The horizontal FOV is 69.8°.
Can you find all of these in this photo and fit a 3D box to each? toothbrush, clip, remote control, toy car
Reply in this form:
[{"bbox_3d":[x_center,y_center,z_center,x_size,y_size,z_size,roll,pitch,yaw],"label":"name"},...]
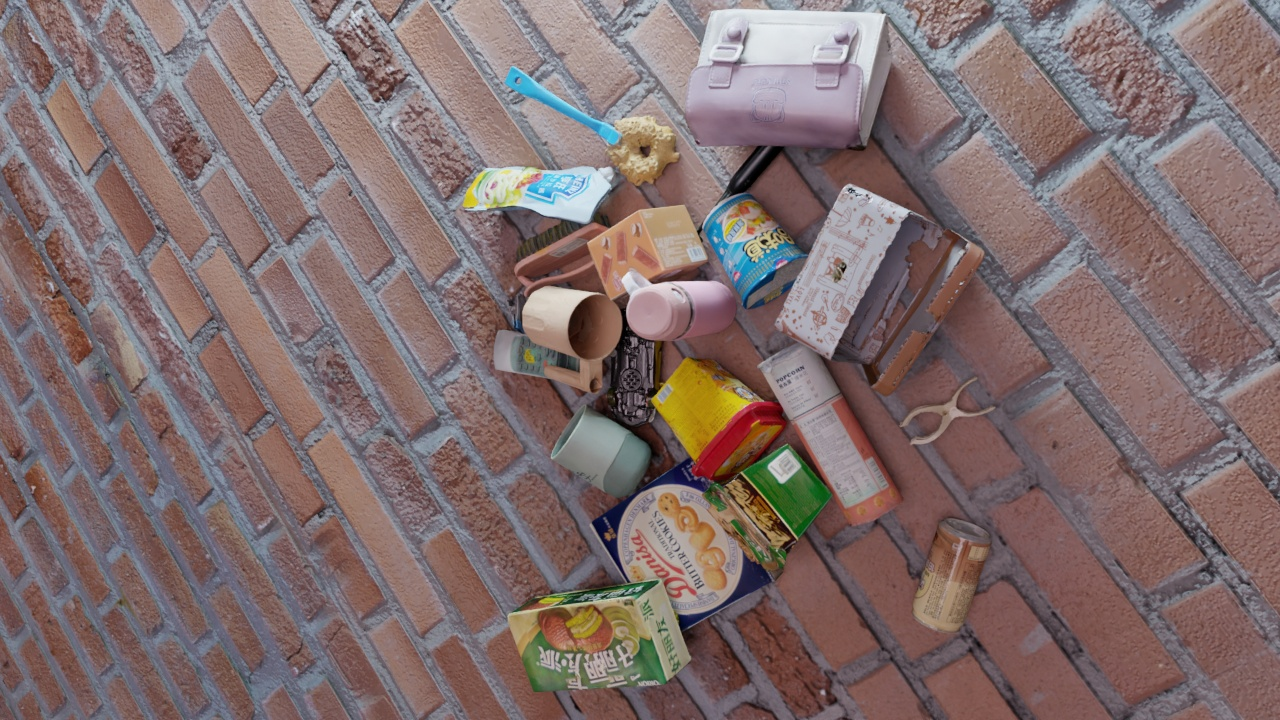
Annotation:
[{"bbox_3d":[0.122,-0.214,1.090,0.213,0.026,0.027,-50,62,21],"label":"toothbrush"},{"bbox_3d":[-0.166,-0.062,1.228,0.028,0.024,0.056,-25,62,21],"label":"clip"},{"bbox_3d":[-0.135,-0.006,1.230,0.135,0.019,0.056,9,99,22],"label":"remote control"},{"bbox_3d":[0.333,0.051,1.023,0.104,0.034,0.076,-42,79,17],"label":"clip"},{"bbox_3d":[-0.007,0.007,1.162,0.071,0.041,0.156,1,91,24],"label":"toy car"}]

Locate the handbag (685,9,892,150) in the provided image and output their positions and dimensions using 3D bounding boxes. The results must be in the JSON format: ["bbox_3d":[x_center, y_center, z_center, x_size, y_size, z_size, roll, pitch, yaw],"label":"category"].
[{"bbox_3d":[0.160,-0.306,1.005,0.197,0.098,0.144,10,77,23],"label":"handbag"}]

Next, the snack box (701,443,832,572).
[{"bbox_3d":[0.150,0.161,1.055,0.105,0.118,0.118,-39,81,-15],"label":"snack box"}]

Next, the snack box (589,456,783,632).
[{"bbox_3d":[0.055,0.235,1.158,0.183,0.045,0.178,-37,81,22],"label":"snack box"}]

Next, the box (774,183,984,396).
[{"bbox_3d":[0.269,-0.066,0.979,0.158,0.148,0.182,36,109,33],"label":"box"}]

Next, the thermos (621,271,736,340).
[{"bbox_3d":[0.042,-0.065,1.048,0.067,0.198,0.087,-44,76,22],"label":"thermos"}]

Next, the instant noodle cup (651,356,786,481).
[{"bbox_3d":[0.089,0.065,1.095,0.123,0.116,0.116,47,111,25],"label":"instant noodle cup"}]

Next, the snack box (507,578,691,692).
[{"bbox_3d":[-0.058,0.357,1.182,0.241,0.063,0.114,-19,91,37],"label":"snack box"}]

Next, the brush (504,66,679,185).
[{"bbox_3d":[-0.065,-0.301,1.148,0.255,0.045,0.083,32,109,12],"label":"brush"}]

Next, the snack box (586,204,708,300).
[{"bbox_3d":[0.008,-0.130,1.102,0.095,0.092,0.077,-26,85,40],"label":"snack box"}]

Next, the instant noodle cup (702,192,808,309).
[{"bbox_3d":[0.130,-0.132,1.064,0.099,0.099,0.110,-40,71,22],"label":"instant noodle cup"}]

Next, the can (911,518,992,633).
[{"bbox_3d":[0.346,0.239,1.023,0.058,0.058,0.116,18,102,21],"label":"can"}]

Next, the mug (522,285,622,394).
[{"bbox_3d":[-0.087,-0.029,1.145,0.104,0.084,0.125,16,111,48],"label":"mug"}]

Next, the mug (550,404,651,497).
[{"bbox_3d":[-0.051,0.119,1.169,0.106,0.112,0.082,32,70,-10],"label":"mug"}]

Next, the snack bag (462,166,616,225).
[{"bbox_3d":[-0.126,-0.214,1.163,0.191,0.110,0.039,7,129,25],"label":"snack bag"}]

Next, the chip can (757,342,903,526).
[{"bbox_3d":[0.218,0.082,1.055,0.071,0.071,0.214,-32,83,23],"label":"chip can"}]

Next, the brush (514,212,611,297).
[{"bbox_3d":[-0.101,-0.135,1.177,0.146,0.063,0.073,-24,75,25],"label":"brush"}]
